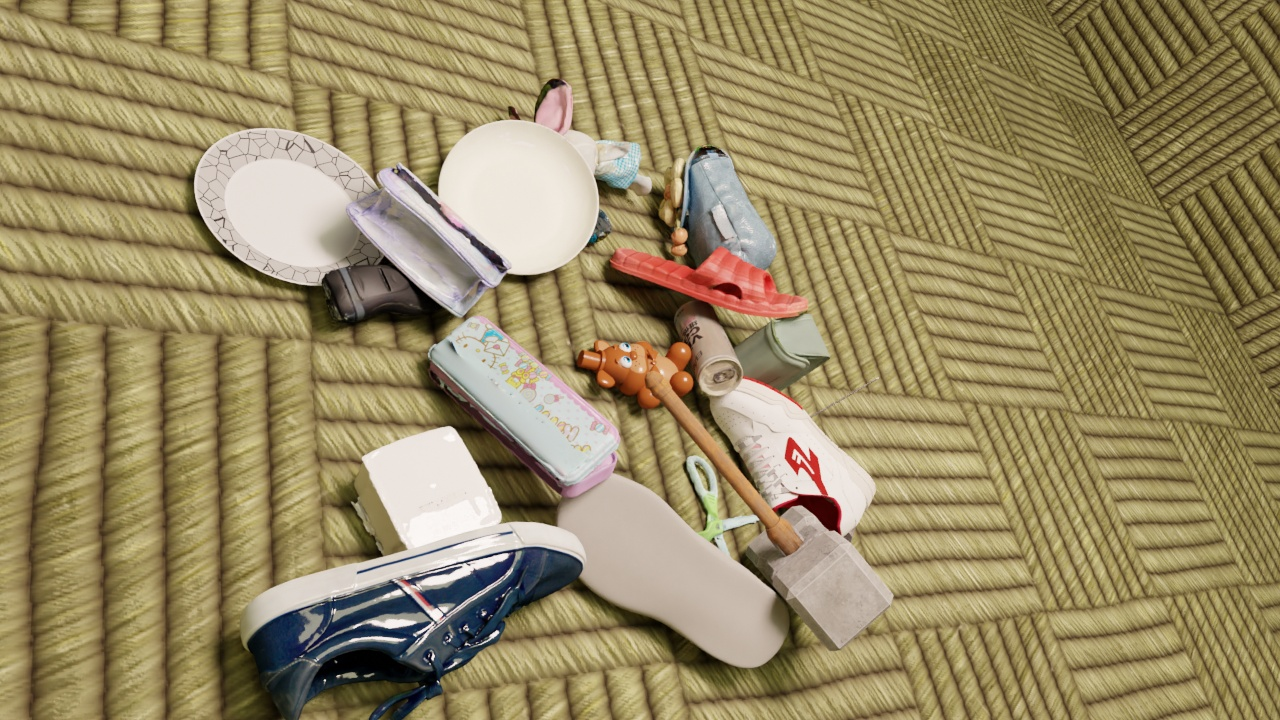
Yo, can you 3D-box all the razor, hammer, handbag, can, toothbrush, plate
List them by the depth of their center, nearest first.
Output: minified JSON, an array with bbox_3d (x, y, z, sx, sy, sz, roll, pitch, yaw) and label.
[{"bbox_3d":[-0.251,-0.062,0.909,0.140,0.064,0.053,-3,62,-56],"label":"razor"},{"bbox_3d":[-0.343,-0.151,0.914,0.188,0.016,0.188,20,51,-27],"label":"plate"},{"bbox_3d":[0.107,0.133,0.937,0.083,0.163,0.317,-40,100,-3],"label":"hammer"},{"bbox_3d":[-0.208,-0.129,0.938,0.158,0.069,0.126,43,16,-11],"label":"handbag"},{"bbox_3d":[-0.140,-0.183,1.049,0.182,0.034,0.182,3,80,-16],"label":"plate"},{"bbox_3d":[0.222,0.062,1.093,0.010,0.182,0.010,-13,73,-37],"label":"toothbrush"},{"bbox_3d":[0.079,-0.018,1.097,0.054,0.054,0.135,22,28,-25],"label":"can"},{"bbox_3d":[0.159,0.001,1.131,0.106,0.122,0.067,-4,66,-43],"label":"handbag"},{"bbox_3d":[0.089,-0.180,1.211,0.118,0.122,0.191,-14,71,-25],"label":"handbag"}]

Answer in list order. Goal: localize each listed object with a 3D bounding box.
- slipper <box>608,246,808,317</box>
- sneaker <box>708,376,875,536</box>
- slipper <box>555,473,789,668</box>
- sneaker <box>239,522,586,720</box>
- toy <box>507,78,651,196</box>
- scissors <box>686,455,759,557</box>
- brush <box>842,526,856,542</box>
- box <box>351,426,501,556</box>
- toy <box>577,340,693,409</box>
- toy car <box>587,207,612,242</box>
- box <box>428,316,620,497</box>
[{"bbox_3d":[0.086,-0.108,1.111,0.249,0.059,0.103,16,17,6],"label":"slipper"},{"bbox_3d":[0.165,0.124,1.084,0.236,0.091,0.104,43,55,-8],"label":"sneaker"},{"bbox_3d":[0.028,0.206,0.921,0.266,0.080,0.113,34,89,-8],"label":"slipper"},{"bbox_3d":[-0.157,0.221,0.742,0.293,0.121,0.127,-8,54,-38],"label":"sneaker"},{"bbox_3d":[-0.073,-0.247,1.154,0.205,0.131,0.105,25,70,-37],"label":"toy"},{"bbox_3d":[0.084,0.186,1.020,0.171,0.021,0.172,-6,63,-45],"label":"scissors"},{"bbox_3d":[0.239,0.221,1.118,0.039,0.012,0.150,42,44,-8],"label":"brush"},{"bbox_3d":[-0.198,0.133,0.821,0.102,0.091,0.107,-21,70,-37],"label":"box"},{"bbox_3d":[-0.006,0.006,1.040,0.127,0.065,0.094,15,43,-24],"label":"toy"},{"bbox_3d":[-0.084,-0.161,1.113,0.105,0.032,0.048,-14,70,-37],"label":"toy car"},{"bbox_3d":[-0.116,0.043,0.879,0.214,0.065,0.077,38,52,25],"label":"box"}]
